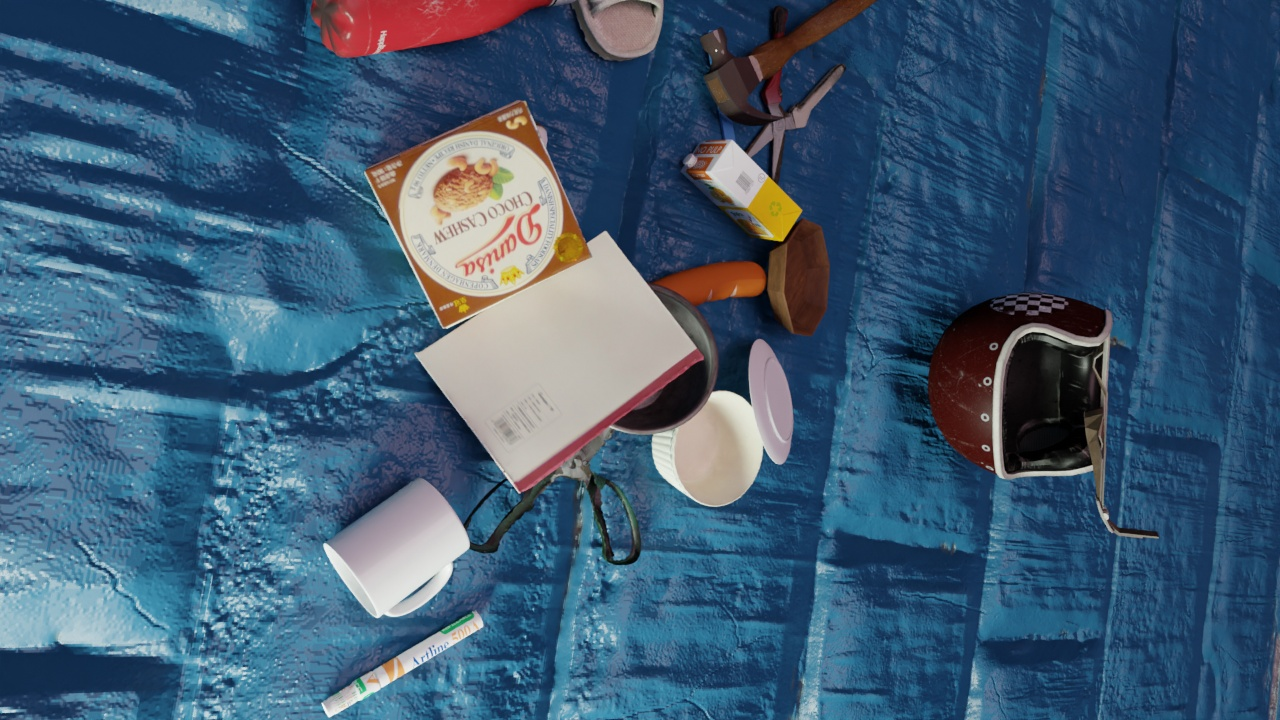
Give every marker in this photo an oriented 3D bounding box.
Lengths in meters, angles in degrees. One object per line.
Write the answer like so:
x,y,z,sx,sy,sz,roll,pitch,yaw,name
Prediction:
-0.201,0.258,0.786,0.145,0.017,0.017,-25,106,-31,marker

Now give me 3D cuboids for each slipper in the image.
-0.028,-0.425,0.863,0.114,0.054,0.273,-13,98,-39,slipper

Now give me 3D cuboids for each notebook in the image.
-0.068,-0.003,0.812,0.208,0.012,0.153,-36,84,-18,notebook

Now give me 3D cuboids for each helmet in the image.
0.478,0.039,1.102,0.233,0.254,0.234,-53,137,-49,helmet

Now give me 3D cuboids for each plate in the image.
0.143,0.042,0.975,0.134,0.011,0.134,40,45,-56,plate
0.171,-0.090,1.003,0.131,0.025,0.131,-9,101,-57,plate

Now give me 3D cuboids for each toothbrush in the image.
0.091,-0.264,0.971,0.016,0.014,0.166,-18,102,-33,toothbrush

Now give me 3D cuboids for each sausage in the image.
0.063,-0.074,0.942,0.164,0.039,0.044,-16,101,-33,sausage

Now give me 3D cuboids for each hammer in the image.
0.189,-0.361,1.006,0.322,0.033,0.115,-40,111,-28,hammer

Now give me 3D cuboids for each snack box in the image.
-0.135,-0.123,0.776,0.143,0.041,0.147,-26,108,-9,snack box

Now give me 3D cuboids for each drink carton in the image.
0.103,-0.178,0.950,0.122,0.058,0.040,37,82,-30,drink carton

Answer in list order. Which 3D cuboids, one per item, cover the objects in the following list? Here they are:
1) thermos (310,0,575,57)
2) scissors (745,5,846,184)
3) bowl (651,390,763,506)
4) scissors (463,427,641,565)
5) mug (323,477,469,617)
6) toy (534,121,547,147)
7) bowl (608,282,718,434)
-0.151,-0.307,0.767,0.239,0.073,0.073,-23,104,-32,thermos
0.170,-0.297,1.023,0.179,0.015,0.198,-16,101,-33,scissors
0.062,0.086,0.933,0.115,0.063,0.115,-1,93,-35,bowl
-0.067,0.141,0.862,0.201,0.015,0.205,-43,120,-28,scissors
-0.196,0.166,0.761,0.090,0.074,0.111,-36,137,-28,mug
-0.109,-0.154,0.823,0.079,0.038,0.122,-9,95,-41,toy
-0.005,0.005,0.864,0.145,0.067,0.144,3,73,-10,bowl
